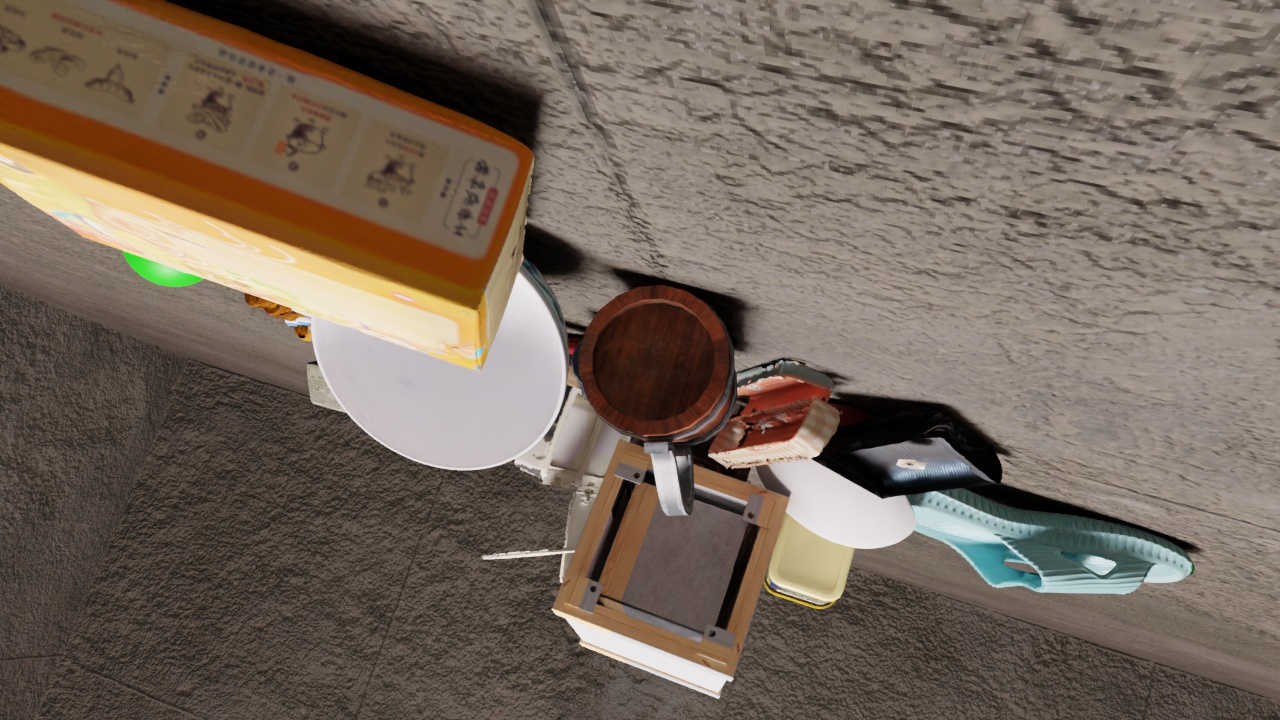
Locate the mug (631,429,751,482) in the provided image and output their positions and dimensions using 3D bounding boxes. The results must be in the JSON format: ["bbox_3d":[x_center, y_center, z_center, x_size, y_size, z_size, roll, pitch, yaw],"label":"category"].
[{"bbox_3d":[0.044,0.101,0.858,0.107,0.079,0.116,18,130,7],"label":"mug"}]

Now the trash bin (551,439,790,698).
[{"bbox_3d":[0.029,0.194,0.810,0.142,0.142,0.247,18,159,10],"label":"trash bin"}]

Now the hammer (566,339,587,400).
[{"bbox_3d":[-0.147,-0.028,0.673,0.322,0.040,0.129,20,167,11],"label":"hammer"}]

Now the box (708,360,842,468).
[{"bbox_3d":[0.080,0.039,0.633,0.067,0.056,0.187,51,165,-1],"label":"box"}]

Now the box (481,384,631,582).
[{"bbox_3d":[-0.051,0.106,0.810,0.080,0.180,0.143,19,177,26],"label":"box"}]

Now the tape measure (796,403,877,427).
[{"bbox_3d":[0.143,0.044,0.638,0.059,0.019,0.051,27,163,-38],"label":"tape measure"}]

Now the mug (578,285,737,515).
[{"bbox_3d":[0.017,0.028,0.520,0.081,0.117,0.111,-3,169,10],"label":"mug"}]

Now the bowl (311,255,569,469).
[{"bbox_3d":[-0.101,-0.019,0.519,0.144,0.144,0.074,17,-151,5],"label":"bowl"}]

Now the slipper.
[{"bbox_3d":[0.301,0.152,0.749,0.276,0.069,0.116,16,165,1],"label":"slipper"}]

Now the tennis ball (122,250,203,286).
[{"bbox_3d":[-0.325,-0.084,0.638,0.065,0.065,0.065,18,169,3],"label":"tennis ball"}]

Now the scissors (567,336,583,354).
[{"bbox_3d":[-0.014,0.001,0.689,0.199,0.015,0.179,12,166,26],"label":"scissors"}]

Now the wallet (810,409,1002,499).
[{"bbox_3d":[0.175,0.063,0.603,0.089,0.026,0.115,-15,149,36],"label":"wallet"}]

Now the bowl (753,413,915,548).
[{"bbox_3d":[0.143,0.106,0.735,0.149,0.043,0.150,36,161,15],"label":"bowl"}]

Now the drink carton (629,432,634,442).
[{"bbox_3d":[0.044,0.090,0.962,0.064,0.040,0.130,25,167,-30],"label":"drink carton"}]

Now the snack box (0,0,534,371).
[{"bbox_3d":[-0.144,-0.072,0.369,0.195,0.080,0.145,19,169,-6],"label":"snack box"}]

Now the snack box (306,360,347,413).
[{"bbox_3d":[-0.201,0.012,0.807,0.144,0.042,0.145,-11,-172,-34],"label":"snack box"}]

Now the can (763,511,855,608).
[{"bbox_3d":[0.166,0.158,0.860,0.075,0.135,0.104,16,166,11],"label":"can"}]

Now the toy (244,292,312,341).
[{"bbox_3d":[-0.269,-0.042,0.759,0.087,0.067,0.112,-2,172,37],"label":"toy"}]
